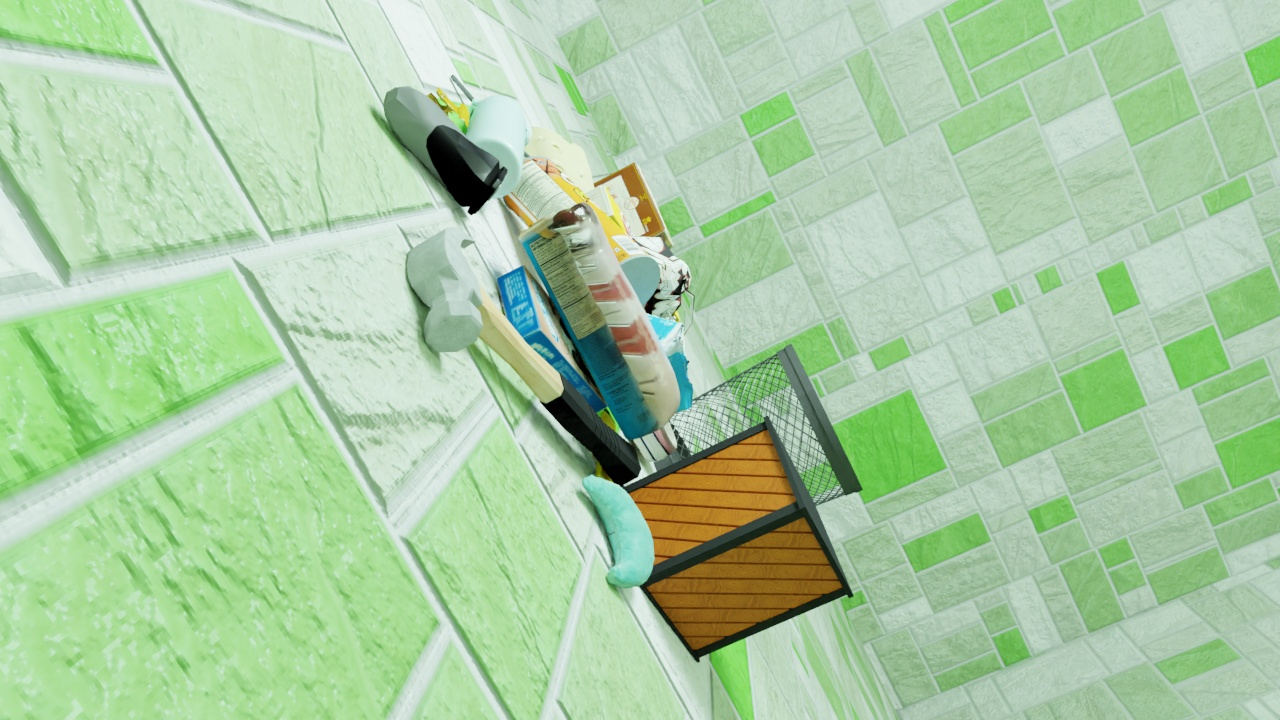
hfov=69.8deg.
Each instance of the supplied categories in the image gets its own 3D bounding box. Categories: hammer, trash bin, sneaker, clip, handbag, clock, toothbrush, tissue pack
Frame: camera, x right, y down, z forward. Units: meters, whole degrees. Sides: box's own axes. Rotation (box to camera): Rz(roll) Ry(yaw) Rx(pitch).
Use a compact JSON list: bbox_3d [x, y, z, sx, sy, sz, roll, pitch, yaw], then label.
[{"bbox_3d":[-0.084,0.015,0.776,0.328,0.039,0.131,52,13,-46],"label":"hammer"},{"bbox_3d":[0.095,0.182,0.937,0.140,0.172,0.139,58,10,-33],"label":"trash bin"},{"bbox_3d":[-0.007,0.007,1.124,0.241,0.088,0.118,61,9,-8],"label":"sneaker"},{"bbox_3d":[-0.205,-0.262,0.972,0.049,0.045,0.054,15,30,-16],"label":"clip"},{"bbox_3d":[-0.117,-0.233,1.200,0.111,0.081,0.119,26,40,-53],"label":"handbag"},{"bbox_3d":[0.011,-0.079,1.043,0.064,0.115,0.155,-10,36,-44],"label":"clock"},{"bbox_3d":[-0.172,-0.282,1.116,0.167,0.013,0.013,49,-6,-7],"label":"toothbrush"},{"bbox_3d":[0.151,0.124,1.258,0.218,0.227,0.217,61,9,-17],"label":"trash bin"},{"bbox_3d":[-0.007,-0.003,0.991,0.061,0.144,0.093,-35,133,-42],"label":"tissue pack"}]

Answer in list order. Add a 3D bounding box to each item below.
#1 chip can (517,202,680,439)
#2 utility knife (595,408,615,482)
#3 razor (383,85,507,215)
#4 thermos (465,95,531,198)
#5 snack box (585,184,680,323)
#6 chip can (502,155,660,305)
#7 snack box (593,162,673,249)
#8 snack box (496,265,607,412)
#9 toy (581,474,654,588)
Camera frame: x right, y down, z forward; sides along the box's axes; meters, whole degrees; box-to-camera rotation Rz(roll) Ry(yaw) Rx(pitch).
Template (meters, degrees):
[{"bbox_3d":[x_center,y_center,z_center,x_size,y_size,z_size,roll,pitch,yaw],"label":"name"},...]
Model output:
[{"bbox_3d":[-0.033,-0.038,0.896,0.229,0.080,0.079,62,9,-7],"label":"chip can"},{"bbox_3d":[-0.035,0.097,0.930,0.030,0.017,0.178,56,11,-20],"label":"utility knife"},{"bbox_3d":[-0.176,-0.190,0.820,0.060,0.057,0.156,34,-6,42],"label":"razor"},{"bbox_3d":[-0.159,-0.241,1.011,0.078,0.065,0.206,19,25,-15],"label":"thermos"},{"bbox_3d":[-0.041,-0.112,1.196,0.230,0.110,0.061,54,14,-48],"label":"snack box"},{"bbox_3d":[-0.069,-0.141,1.013,0.215,0.075,0.075,47,-2,35],"label":"chip can"},{"bbox_3d":[-0.044,-0.186,1.277,0.041,0.147,0.143,52,14,-55],"label":"snack box"},{"bbox_3d":[-0.085,-0.015,0.903,0.151,0.034,0.087,52,14,-51],"label":"snack box"},{"bbox_3d":[-0.019,0.154,0.823,0.085,0.033,0.105,26,39,-59],"label":"toy"}]
